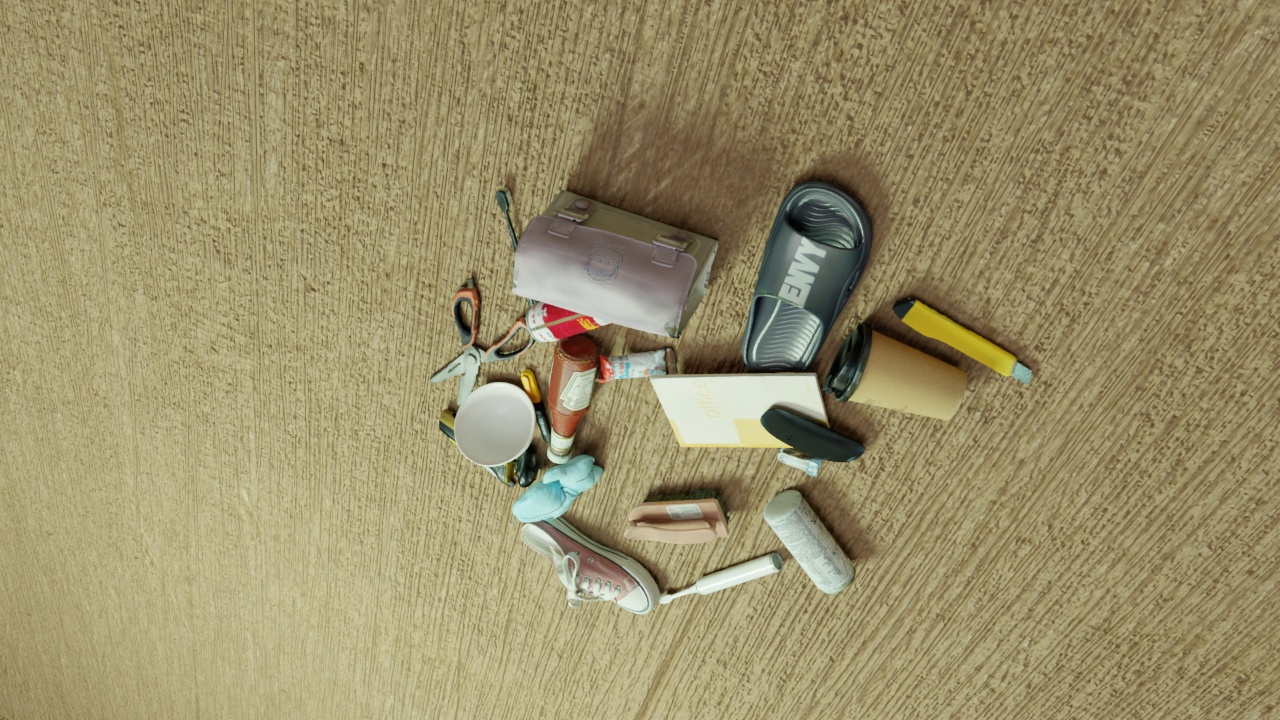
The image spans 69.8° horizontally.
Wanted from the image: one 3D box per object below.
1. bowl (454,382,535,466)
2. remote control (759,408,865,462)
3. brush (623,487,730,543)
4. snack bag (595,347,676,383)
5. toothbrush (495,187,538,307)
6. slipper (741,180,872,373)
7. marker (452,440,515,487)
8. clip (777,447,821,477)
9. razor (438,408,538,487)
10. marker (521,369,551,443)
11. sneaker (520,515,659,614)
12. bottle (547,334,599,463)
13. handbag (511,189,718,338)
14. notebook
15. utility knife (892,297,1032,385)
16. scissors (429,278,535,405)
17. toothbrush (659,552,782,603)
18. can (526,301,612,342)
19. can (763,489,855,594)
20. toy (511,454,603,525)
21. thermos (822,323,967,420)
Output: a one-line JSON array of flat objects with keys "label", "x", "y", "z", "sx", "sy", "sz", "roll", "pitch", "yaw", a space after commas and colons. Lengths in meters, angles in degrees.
[{"label": "bowl", "x": -0.191, "y": 0.095, "z": 1.275, "sx": 0.118, "sy": 0.118, "sz": 0.065, "roll": 7, "pitch": 164, "yaw": 17}, {"label": "remote control", "x": 0.211, "y": 0.097, "z": 1.127, "sx": 0.136, "sy": 0.024, "sz": 0.053, "roll": 22, "pitch": 143, "yaw": -7}, {"label": "brush", "x": 0.048, "y": 0.221, "z": 1.272, "sx": 0.146, "sy": 0.072, "sz": 0.063, "roll": -7, "pitch": 121, "yaw": 27}, {"label": "snack bag", "x": -0.007, "y": 0.007, "z": 1.163, "sx": 0.105, "sy": 0.026, "sz": 0.045, "roll": -7, "pitch": 122, "yaw": -3}, {"label": "toothbrush", "x": -0.150, "y": -0.131, "z": 1.142, "sx": 0.016, "sy": 0.018, "sz": 0.181, "roll": 4, "pitch": 126, "yaw": 22}, {"label": "slipper", "x": 0.176, "y": -0.066, "z": 1.016, "sx": 0.111, "sy": 0.083, "sz": 0.269, "roll": 19, "pitch": 129, "yaw": 6}, {"label": "marker", "x": -0.234, "y": 0.148, "z": 1.371, "sx": 0.124, "sy": 0.015, "sz": 0.018, "roll": 43, "pitch": 128, "yaw": -14}, {"label": "clip", "x": 0.204, "y": 0.128, "z": 1.180, "sx": 0.058, "sy": 0.044, "sz": 0.027, "roll": 14, "pitch": 129, "yaw": 18}, {"label": "razor", "x": -0.220, "y": 0.123, "z": 1.329, "sx": 0.167, "sy": 0.062, "sz": 0.068, "roll": 33, "pitch": 99, "yaw": 5}, {"label": "marker", "x": -0.143, "y": 0.066, "z": 1.276, "sx": 0.018, "sy": 0.015, "sz": 0.124, "roll": 3, "pitch": 126, "yaw": 25}, {"label": "sneaker", "x": -0.085, "y": 0.320, "z": 1.383, "sx": 0.241, "sy": 0.087, "sz": 0.119, "roll": 35, "pitch": 128, "yaw": -3}, {"label": "bottle", "x": -0.097, "y": 0.058, "z": 1.226, "sx": 0.060, "sy": 0.059, "sz": 0.207, "roll": 20, "pitch": 131, "yaw": 8}, {"label": "handbag", "x": -0.027, "y": -0.107, "z": 1.027, "sx": 0.197, "sy": 0.144, "sz": 0.099, "roll": 18, "pitch": 130, "yaw": 8}, {"label": "notebook", "x": 0.128, "y": 0.064, "z": 1.147, "sx": 0.207, "sy": 0.010, "sz": 0.146, "roll": -1, "pitch": 139, "yaw": 22}, {"label": "utility knife", "x": 0.358, "y": -0.021, "z": 1.016, "sx": 0.177, "sy": 0.015, "sz": 0.033, "roll": 30, "pitch": 135, "yaw": -2}, {"label": "scissors", "x": -0.220, "y": -0.018, "z": 1.246, "sx": 0.189, "sy": 0.015, "sz": 0.225, "roll": 7, "pitch": 125, "yaw": 20}, {"label": "toothbrush", "x": 0.112, "y": 0.325, "z": 1.348, "sx": 0.222, "sy": 0.026, "sz": 0.026, "roll": -29, "pitch": 71, "yaw": 34}, {"label": "can", "x": -0.075, "y": -0.062, "z": 1.135, "sx": 0.133, "sy": 0.053, "sz": 0.053, "roll": -16, "pitch": 116, "yaw": 30}, {"label": "can", "x": 0.226, "y": 0.243, "z": 1.225, "sx": 0.058, "sy": 0.058, "sz": 0.147, "roll": -26, "pitch": 111, "yaw": 34}, {"label": "toy", "x": -0.124, "y": 0.189, "z": 1.308, "sx": 0.156, "sy": 0.049, "sz": 0.161, "roll": -25, "pitch": 156, "yaw": 2}, {"label": "thermos", "x": 0.285, "y": 0.018, "z": 1.030, "sx": 0.143, "sy": 0.092, "sz": 0.093, "roll": 19, "pitch": 128, "yaw": 0}]
